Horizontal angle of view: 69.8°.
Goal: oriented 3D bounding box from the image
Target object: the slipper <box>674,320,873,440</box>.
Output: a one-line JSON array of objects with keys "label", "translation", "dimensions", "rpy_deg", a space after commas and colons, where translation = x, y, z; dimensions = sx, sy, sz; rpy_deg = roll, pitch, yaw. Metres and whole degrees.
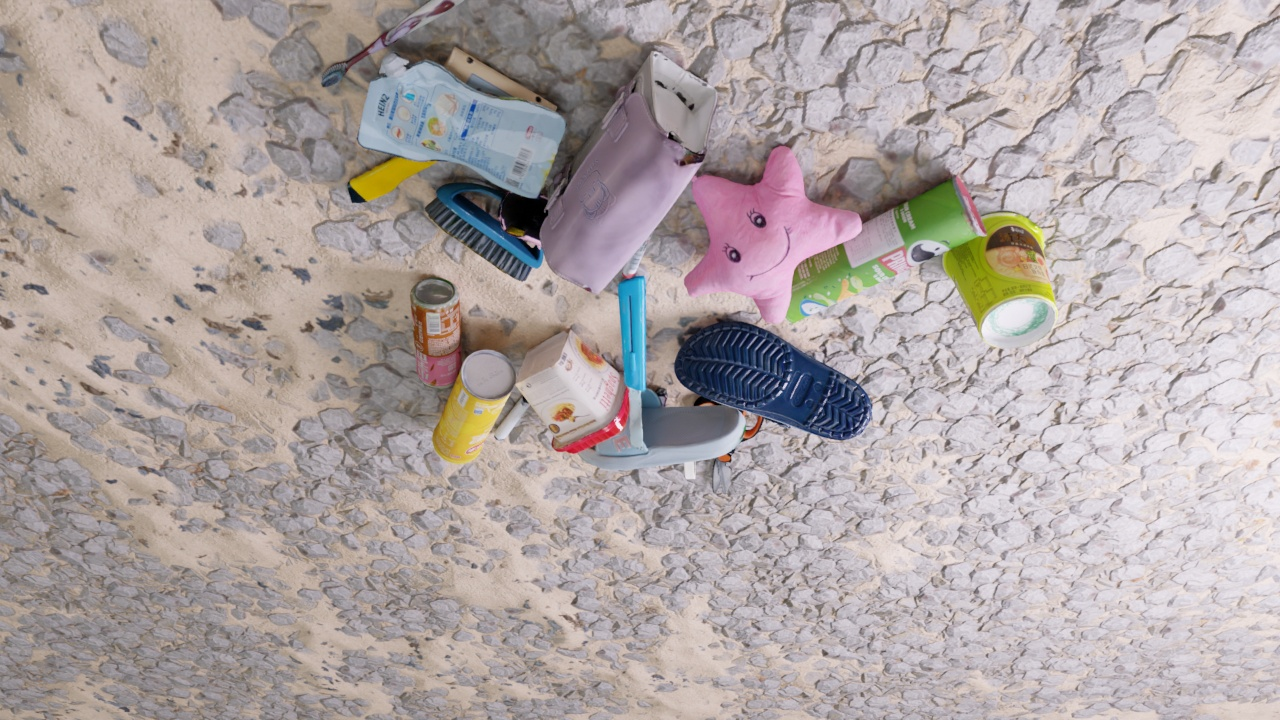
[{"label": "slipper", "translation": [0.168, 0.024, 1.160], "dimensions": [0.253, 0.105, 0.095], "rpy_deg": [20, 178, 1]}]

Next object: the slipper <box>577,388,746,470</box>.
[{"label": "slipper", "translation": [0.015, 0.085, 1.198], "dimensions": [0.246, 0.103, 0.074], "rpy_deg": [-5, 126, 24]}]

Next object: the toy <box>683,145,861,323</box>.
[{"label": "toy", "translation": [0.118, -0.134, 0.993], "dimensions": [0.178, 0.074, 0.195], "rpy_deg": [39, 116, -5]}]

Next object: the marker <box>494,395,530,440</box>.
[{"label": "marker", "translation": [-0.169, 0.072, 1.273], "dimensions": [0.022, 0.018, 0.131], "rpy_deg": [15, 136, -27]}]

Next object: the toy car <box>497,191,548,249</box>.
[{"label": "toy car", "translation": [-0.100, -0.149, 1.006], "dimensions": [0.122, 0.056, 0.037], "rpy_deg": [20, 175, -30]}]

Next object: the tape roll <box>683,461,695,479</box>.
[{"label": "tape roll", "translation": [0.068, 0.121, 1.265], "dimensions": [0.014, 0.085, 0.086], "rpy_deg": [-2, 137, 5]}]

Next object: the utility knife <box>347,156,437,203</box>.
[{"label": "utility knife", "translation": [-0.253, -0.206, 0.981], "dimensions": [0.157, 0.015, 0.033], "rpy_deg": [-21, 138, 21]}]

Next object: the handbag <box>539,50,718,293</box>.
[{"label": "handbag", "translation": [-0.017, -0.182, 0.903], "dimensions": [0.098, 0.144, 0.198], "rpy_deg": [23, 132, -24]}]

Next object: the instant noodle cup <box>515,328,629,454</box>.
[{"label": "instant noodle cup", "translation": [-0.087, 0.036, 1.172], "dimensions": [0.117, 0.116, 0.124], "rpy_deg": [-27, 117, 28]}]

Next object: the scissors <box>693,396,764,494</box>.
[{"label": "scissors", "translation": [0.107, 0.121, 1.316], "dimensions": [0.152, 0.021, 0.235], "rpy_deg": [22, 137, -11]}]

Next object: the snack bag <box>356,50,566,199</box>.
[{"label": "snack bag", "translation": [-0.176, -0.229, 0.906], "dimensions": [0.191, 0.038, 0.111], "rpy_deg": [18, 138, -12]}]

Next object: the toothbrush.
[{"label": "toothbrush", "translation": [-0.235, -0.307, 0.871], "dimensions": [0.188, 0.017, 0.016], "rpy_deg": [-21, 133, 24]}]

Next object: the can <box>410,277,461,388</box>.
[{"label": "can", "translation": [-0.251, -0.032, 1.135], "dimensions": [0.058, 0.057, 0.148], "rpy_deg": [6, 137, -4]}]

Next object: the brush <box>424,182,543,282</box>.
[{"label": "brush", "translation": [-0.163, -0.149, 1.013], "dimensions": [0.144, 0.055, 0.074], "rpy_deg": [36, 106, -30]}]

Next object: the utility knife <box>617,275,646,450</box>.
[{"label": "utility knife", "translation": [-0.007, 0.007, 1.123], "dimensions": [0.034, 0.018, 0.225], "rpy_deg": [2, 109, 13]}]

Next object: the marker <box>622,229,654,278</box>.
[{"label": "marker", "translation": [0.007, -0.148, 1.032], "dimensions": [0.017, 0.017, 0.146], "rpy_deg": [14, 136, -13]}]

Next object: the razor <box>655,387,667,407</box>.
[{"label": "razor", "translation": [0.026, 0.089, 1.280], "dimensions": [0.042, 0.022, 0.143], "rpy_deg": [2, 137, -2]}]

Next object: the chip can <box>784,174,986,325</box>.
[{"label": "chip can", "translation": [0.253, -0.118, 1.014], "dimensions": [0.237, 0.072, 0.072], "rpy_deg": [-26, 130, 28]}]

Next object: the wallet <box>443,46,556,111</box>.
[{"label": "wallet", "translation": [-0.155, -0.251, 0.925], "dimensions": [0.115, 0.024, 0.087], "rpy_deg": [25, 128, -23]}]

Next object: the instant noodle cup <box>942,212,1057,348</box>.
[{"label": "instant noodle cup", "translation": [0.401, -0.081, 1.008], "dimensions": [0.112, 0.123, 0.112], "rpy_deg": [1, 137, 1]}]

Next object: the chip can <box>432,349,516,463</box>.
[{"label": "chip can", "translation": [-0.220, 0.064, 1.194], "dimensions": [0.072, 0.072, 0.214], "rpy_deg": [15, 148, -14]}]
